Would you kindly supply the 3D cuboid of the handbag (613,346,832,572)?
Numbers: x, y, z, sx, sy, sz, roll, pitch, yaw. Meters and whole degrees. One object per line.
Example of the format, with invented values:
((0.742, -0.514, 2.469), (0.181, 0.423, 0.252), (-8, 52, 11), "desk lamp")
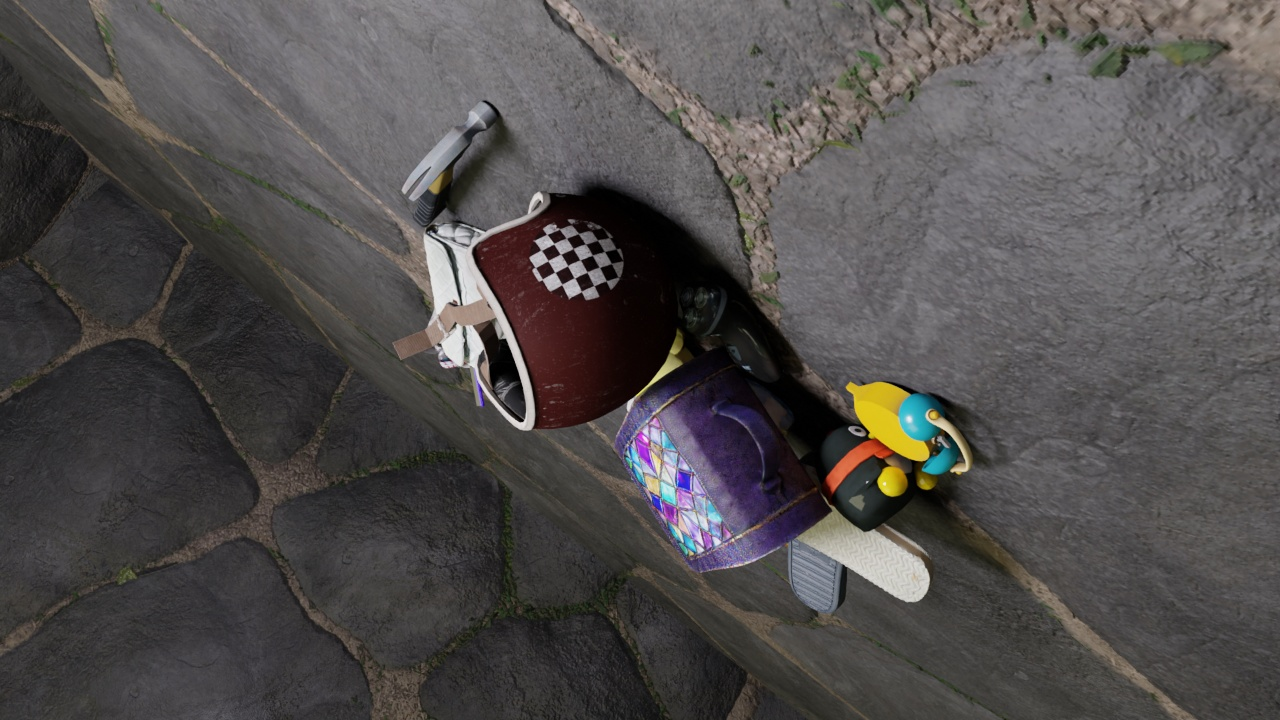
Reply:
((0.087, 0.110, 0.980), (0.205, 0.125, 0.223), (57, 154, 10), "handbag")

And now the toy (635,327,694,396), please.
((-0.007, 0.007, 1.153), (0.214, 0.084, 0.149), (14, 159, 48), "toy")

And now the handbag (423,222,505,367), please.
((-0.237, -0.085, 1.261), (0.139, 0.072, 0.195), (23, 129, 38), "handbag")

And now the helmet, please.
((-0.093, -0.044, 0.919), (0.233, 0.253, 0.234), (54, 156, 26), "helmet")

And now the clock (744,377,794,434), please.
((0.127, 0.064, 1.097), (0.089, 0.052, 0.125), (42, 164, -15), "clock")

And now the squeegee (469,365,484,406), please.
((-0.182, -0.044, 1.334), (0.185, 0.055, 0.250), (6, 113, 34), "squeegee")

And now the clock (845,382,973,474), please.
((0.256, 0.063, 0.871), (0.130, 0.043, 0.099), (28, 160, 48), "clock")

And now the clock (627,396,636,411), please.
((0.021, 0.093, 1.364), (0.087, 0.044, 0.125), (32, 162, 18), "clock")

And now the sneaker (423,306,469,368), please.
((-0.248, -0.031, 1.436), (0.263, 0.128, 0.097), (20, 158, 33), "sneaker")

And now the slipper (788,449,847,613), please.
((0.239, 0.204, 1.151), (0.101, 0.082, 0.264), (25, 133, 33), "slipper")

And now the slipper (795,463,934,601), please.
((0.217, 0.177, 1.044), (0.263, 0.052, 0.115), (31, 140, 30), "slipper")

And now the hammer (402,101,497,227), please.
((-0.236, -0.203, 1.065), (0.025, 0.117, 0.333), (44, 166, -10), "hammer")

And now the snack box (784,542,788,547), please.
((0.181, 0.230, 1.412), (0.186, 0.031, 0.101), (24, 157, 35), "snack box")

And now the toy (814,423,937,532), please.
((0.230, 0.113, 0.961), (0.097, 0.100, 0.119), (-1, -136, -43), "toy")

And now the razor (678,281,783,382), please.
((0.093, -0.024, 0.927), (0.140, 0.063, 0.053), (47, 161, -25), "razor")
